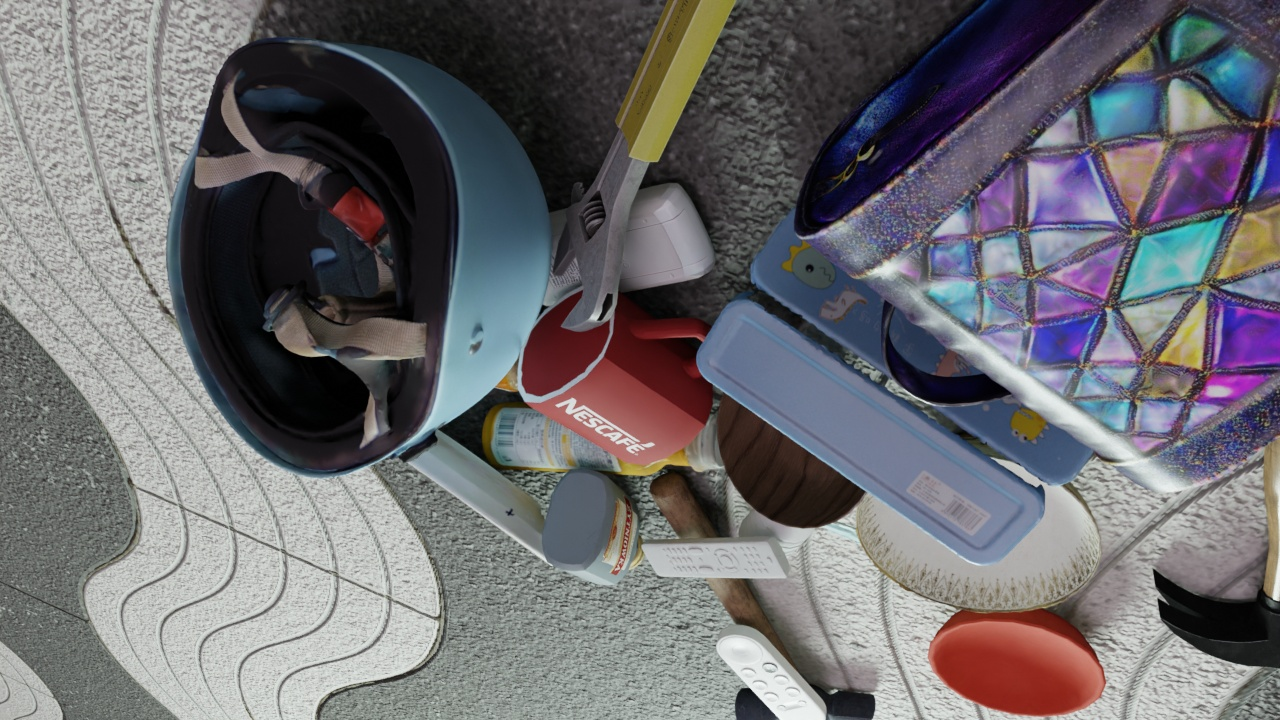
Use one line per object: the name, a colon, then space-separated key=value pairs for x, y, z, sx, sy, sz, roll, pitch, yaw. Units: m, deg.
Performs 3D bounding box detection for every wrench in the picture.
wrench: x=0.007 y=-0.127 z=0.476 sx=0.018 sy=0.083 sz=0.274 roll=3 pitch=135 yaw=-31

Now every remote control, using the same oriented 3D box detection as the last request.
remote control: x=0.055 y=0.149 z=0.696 sx=0.131 sy=0.012 sz=0.033 roll=-13 pitch=112 yaw=45
remote control: x=-0.022 y=-0.070 z=0.577 sx=0.139 sy=0.025 sz=0.060 roll=-8 pitch=126 yaw=33
remote control: x=0.113 y=0.273 z=0.788 sx=0.043 sy=0.013 sz=0.136 roll=-27 pitch=115 yaw=31

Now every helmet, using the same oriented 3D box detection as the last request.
helmet: x=-0.159 y=-0.053 z=0.541 sx=0.266 sy=0.166 sz=0.225 roll=-37 pitch=80 yaw=32

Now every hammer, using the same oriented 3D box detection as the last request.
hammer: x=0.091 y=0.214 z=0.781 sx=0.130 sy=0.040 sz=0.322 roll=-13 pitch=122 yaw=29
hammer: x=0.366 y=0.070 z=0.517 sx=0.132 sy=0.040 sz=0.306 roll=-4 pitch=127 yaw=24

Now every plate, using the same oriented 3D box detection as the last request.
plate: x=-0.135 y=0.099 z=0.740 sx=0.182 sy=0.034 sz=0.182 roll=34 pitch=166 yaw=9

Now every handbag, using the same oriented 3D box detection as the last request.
handbag: x=0.194 y=-0.058 z=0.403 sx=0.205 sy=0.125 sz=0.223 roll=34 pitch=128 yaw=-10

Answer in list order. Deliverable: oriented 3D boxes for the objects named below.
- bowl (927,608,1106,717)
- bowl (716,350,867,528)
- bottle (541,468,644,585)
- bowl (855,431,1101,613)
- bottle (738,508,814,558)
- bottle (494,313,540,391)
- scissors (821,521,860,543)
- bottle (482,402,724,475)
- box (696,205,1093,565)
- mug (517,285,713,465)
bowl: x=0.282 y=0.219 z=0.691 sx=0.122 sy=0.035 sz=0.122 roll=13 pitch=134 yaw=14
bowl: x=0.107 y=0.046 z=0.593 sx=0.119 sy=0.032 sz=0.119 roll=3 pitch=95 yaw=41
bottle: x=-0.029 y=0.135 z=0.710 sx=0.046 sy=0.072 sz=0.161 roll=9 pitch=163 yaw=15
bowl: x=0.215 y=0.091 z=0.585 sx=0.145 sy=0.063 sz=0.145 roll=13 pitch=134 yaw=14
bottle: x=0.107 y=0.114 z=0.671 sx=0.044 sy=0.044 sz=0.137 roll=28 pitch=136 yaw=0
bottle: x=-0.150 y=-0.022 z=0.660 sx=0.167 sy=0.059 sz=0.059 roll=12 pitch=134 yaw=19
scissors: x=0.187 y=0.137 z=0.645 sx=0.174 sy=0.033 sz=0.065 roll=26 pitch=145 yaw=-17
bottle: x=-0.027 y=0.057 z=0.676 sx=0.186 sy=0.053 sz=0.053 roll=-1 pitch=129 yaw=26
box: x=0.141 y=0.013 z=0.508 sx=0.209 sy=0.039 sz=0.127 roll=35 pitch=105 yaw=7
mug: x=-0.003 y=0.003 z=0.580 sx=0.117 sy=0.080 sz=0.096 roll=-29 pitch=134 yaw=31
